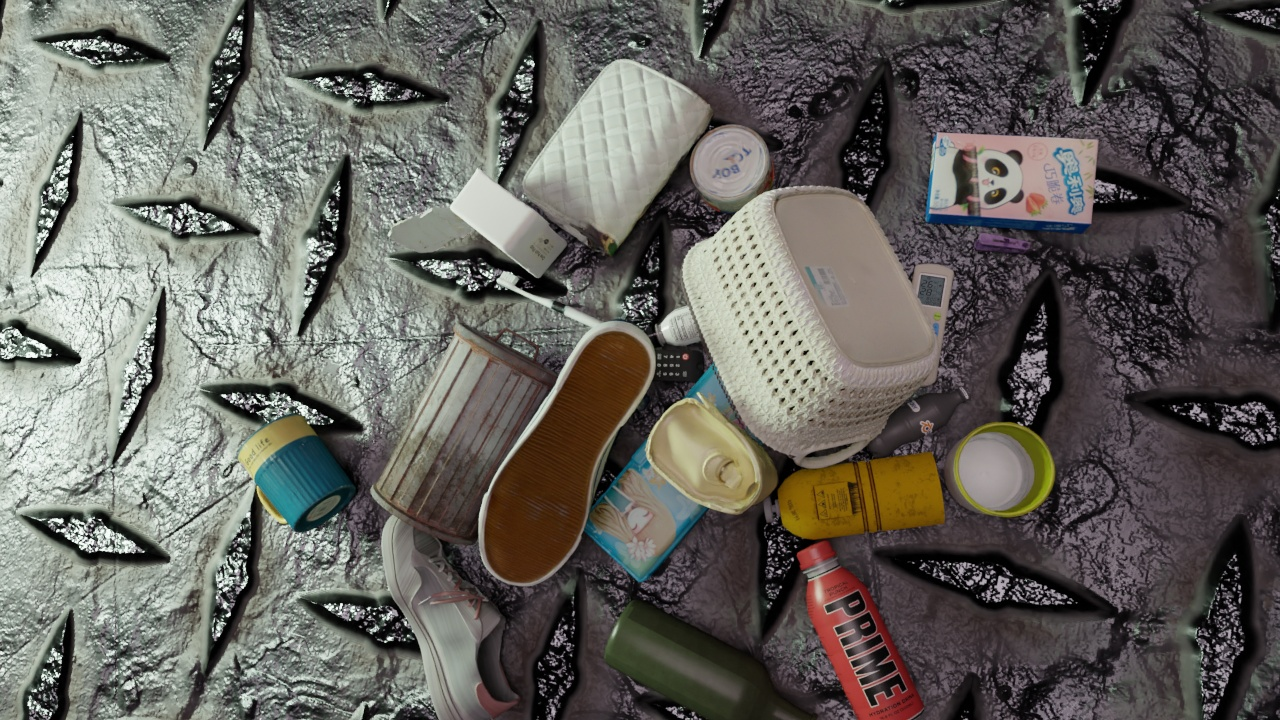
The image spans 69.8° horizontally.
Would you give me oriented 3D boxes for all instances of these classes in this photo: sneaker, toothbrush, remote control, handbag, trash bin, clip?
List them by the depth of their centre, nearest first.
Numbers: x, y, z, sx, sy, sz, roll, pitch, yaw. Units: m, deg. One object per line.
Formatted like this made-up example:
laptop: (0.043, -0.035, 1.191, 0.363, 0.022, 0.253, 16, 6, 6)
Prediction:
handbag: (0.072, 0.093, 0.859, 0.111, 0.119, 0.081, 37, 90, 15)
clip: (0.360, -0.116, 0.913, 0.051, 0.033, 0.013, 9, 82, 13)
remote control: (0.285, -0.035, 0.921, 0.038, 0.018, 0.125, 10, 83, 14)
sneaker: (-0.070, 0.087, 0.924, 0.120, 0.127, 0.295, 25, 101, -8)
sneaker: (-0.185, 0.258, 0.942, 0.089, 0.099, 0.236, -23, 84, 9)
trash bin: (-0.173, 0.068, 0.950, 0.131, 0.130, 0.211, 29, 90, 15)
remote control: (-0.006, 0.006, 0.980, 0.147, 0.015, 0.033, 1, 81, 13)
handbag: (-0.023, -0.217, 0.985, 0.139, 0.072, 0.195, 37, 91, 34)
toothbrush: (-0.078, -0.057, 1.002, 0.187, 0.012, 0.017, 25, 85, 19)

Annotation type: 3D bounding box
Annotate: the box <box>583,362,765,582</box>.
box: (0.043, 0.113, 0.943, 0.094, 0.039, 0.227, 41, 93, 14)

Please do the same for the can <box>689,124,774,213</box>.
can: (0.097, -0.203, 0.976, 0.086, 0.043, 0.086, -2, 81, 14)

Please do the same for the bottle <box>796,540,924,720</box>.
bottle: (0.201, 0.258, 0.871, 0.062, 0.062, 0.176, -26, 77, 7)

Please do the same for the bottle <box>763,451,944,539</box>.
bottle: (0.202, 0.133, 0.886, 0.164, 0.071, 0.071, -9, 79, 11)

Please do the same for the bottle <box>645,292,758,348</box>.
bottle: (0.062, -0.040, 0.959, 0.116, 0.041, 0.041, -18, 78, 9)

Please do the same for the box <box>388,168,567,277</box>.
box: (-0.176, -0.150, 0.996, 0.189, 0.111, 0.101, 17, 81, 19)

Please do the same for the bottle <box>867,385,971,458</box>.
bottle: (0.271, 0.058, 0.899, 0.110, 0.036, 0.036, -30, 76, 7)

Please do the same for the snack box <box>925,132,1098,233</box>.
snack box: (0.369, -0.178, 0.917, 0.154, 0.033, 0.088, 6, 84, 13)

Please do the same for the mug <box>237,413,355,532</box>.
mug: (-0.385, 0.135, 1.019, 0.107, 0.083, 0.114, 47, 121, 12)

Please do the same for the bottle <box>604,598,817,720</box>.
bottle: (0.069, 0.307, 0.888, 0.207, 0.071, 0.071, 24, 87, 15)

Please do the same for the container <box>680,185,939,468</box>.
container: (0.157, -0.042, 0.850, 0.184, 0.144, 0.251, -9, 66, -29)

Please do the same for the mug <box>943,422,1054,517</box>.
mug: (0.326, 0.102, 0.845, 0.083, 0.106, 0.082, -2, 81, 12)
